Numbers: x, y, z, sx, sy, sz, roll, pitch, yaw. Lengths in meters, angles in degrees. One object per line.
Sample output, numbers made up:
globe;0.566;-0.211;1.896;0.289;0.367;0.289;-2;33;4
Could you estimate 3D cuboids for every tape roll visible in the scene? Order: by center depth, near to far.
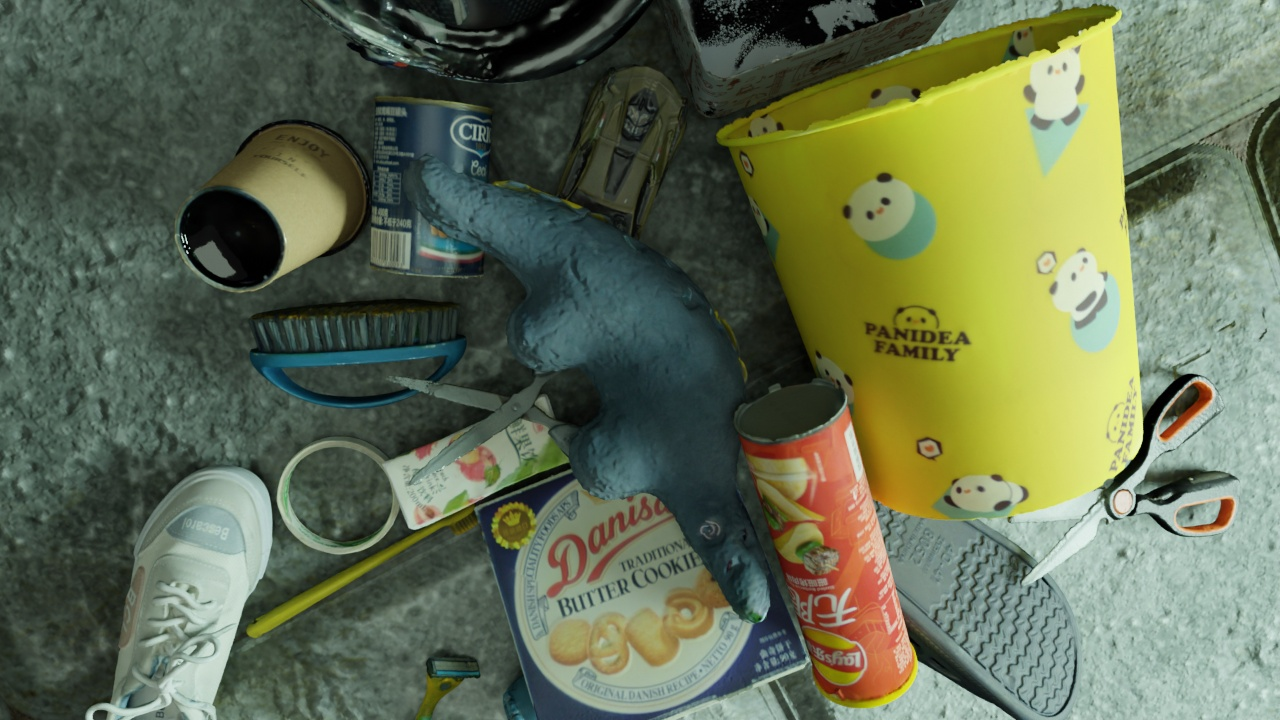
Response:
tape roll;-0.217;0.098;0.663;0.086;0.014;0.086;-1;101;-6

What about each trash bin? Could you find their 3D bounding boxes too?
trash bin;0.194;-0.056;0.575;0.229;0.229;0.255;-20;107;-2

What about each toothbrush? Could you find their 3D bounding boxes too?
toothbrush;-0.202;0.155;0.674;0.190;0.015;0.016;-29;108;0

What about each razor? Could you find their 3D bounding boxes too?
razor;-0.164;0.286;0.696;0.043;0.028;0.132;15;97;-40

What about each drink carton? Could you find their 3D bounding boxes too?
drink carton;-0.113;0.071;0.651;0.122;0.045;0.053;-23;89;-3

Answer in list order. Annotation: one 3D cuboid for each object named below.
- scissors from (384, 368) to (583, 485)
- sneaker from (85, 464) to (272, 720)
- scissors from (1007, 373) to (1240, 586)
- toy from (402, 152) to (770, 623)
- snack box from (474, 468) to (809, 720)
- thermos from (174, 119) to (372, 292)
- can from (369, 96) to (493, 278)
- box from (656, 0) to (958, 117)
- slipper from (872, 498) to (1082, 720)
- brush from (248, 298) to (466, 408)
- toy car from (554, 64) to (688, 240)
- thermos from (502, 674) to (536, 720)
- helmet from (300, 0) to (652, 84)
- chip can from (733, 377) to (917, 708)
scissors;-0.079;0.034;0.617;0.159;0.014;0.180;42;60;-2
sneaker;-0.324;0.190;0.631;0.089;0.090;0.242;17;98;-9
scissors;0.368;0.088;0.689;0.224;0.022;0.204;15;88;-21
toy;-0.004;0.003;0.591;0.137;0.092;0.356;-39;97;-36
snack box;-0.004;0.155;0.634;0.178;0.046;0.182;-21;70;-1
thermos;-0.225;-0.095;0.567;0.093;0.143;0.093;0;113;0
can;-0.137;-0.111;0.600;0.075;0.075;0.111;4;101;-6
box;0.078;-0.310;0.581;0.177;0.082;0.260;-20;89;-2
slipper;0.209;0.160;0.686;0.268;0.083;0.110;41;63;3
brush;-0.191;-0.004;0.625;0.144;0.055;0.073;-3;99;-5
toy car;-0.019;-0.122;0.628;0.070;0.042;0.158;19;101;-8
thermos;-0.001;0.217;0.683;0.220;0.070;0.070;-32;102;2
helmet;-0.119;-0.282;0.529;0.274;0.157;0.230;32;94;-17
chip can;0.121;0.120;0.584;0.073;0.073;0.217;-20;114;-2
